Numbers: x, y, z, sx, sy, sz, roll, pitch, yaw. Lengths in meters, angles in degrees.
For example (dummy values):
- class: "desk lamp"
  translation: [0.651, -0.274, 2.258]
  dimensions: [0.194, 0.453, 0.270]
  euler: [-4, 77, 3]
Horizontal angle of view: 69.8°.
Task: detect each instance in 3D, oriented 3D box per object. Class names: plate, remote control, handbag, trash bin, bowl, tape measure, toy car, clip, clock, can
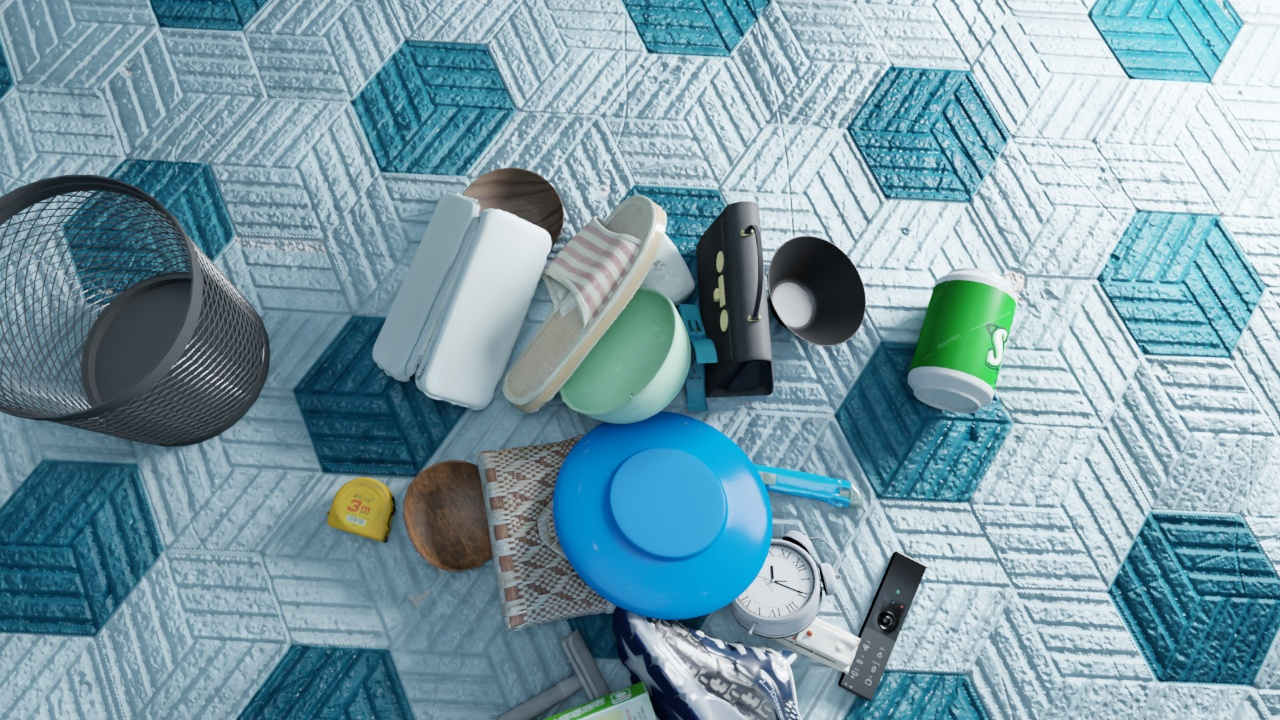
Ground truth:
- class: "plate"
  translation: [0.026, 0.144, 0.914]
  dimensions: [0.224, 0.024, 0.223]
  euler: [5, 57, -8]
- class: "remote control"
  translation: [0.247, 0.269, 0.937]
  dimensions: [0.034, 0.013, 0.149]
  euler: [26, 76, 5]
- class: "handbag"
  translation: [-0.091, 0.170, 0.928]
  dimensions: [0.124, 0.047, 0.185]
  euler: [-8, 74, -15]
- class: "trash bin"
  translation: [-0.492, -0.028, 0.884]
  dimensions: [0.218, 0.227, 0.217]
  euler: [0, 75, -2]
- class: "handbag"
  translation: [0.106, -0.071, 0.929]
  dimensions: [0.072, 0.196, 0.175]
  euler: [-2, 75, -2]
- class: "bowl"
  translation: [-0.191, 0.161, 0.944]
  dimensions: [0.101, 0.026, 0.114]
  euler: [-21, 79, -22]
- class: "tape measure"
  translation: [-0.285, 0.150, 0.945]
  dimensions: [0.068, 0.030, 0.058]
  euler: [16, 75, 0]
- class: "bowl"
  translation: [-0.144, -0.155, 1.029]
  dimensions: [0.119, 0.032, 0.119]
  euler: [0, 75, -2]
- class: "bowl"
  translation: [-0.006, 0.006, 0.952]
  dimensions: [0.151, 0.077, 0.150]
  euler: [-24, 46, 28]
- class: "toy car"
  translation: [0.163, 0.272, 0.918]
  dimensions: [0.113, 0.039, 0.039]
  euler: [24, 75, 8]
- class: "bowl"
  translation: [0.178, -0.068, 0.997]
  dimensions: [0.124, 0.053, 0.124]
  euler: [7, 73, -23]
- class: "remote control"
  translation: [0.013, -0.111, 1.023]
  dimensions: [0.060, 0.028, 0.114]
  euler: [-33, 78, -8]
- class: "clip"
  translation: [0.060, 0.005, 0.979]
  dimensions: [0.033, 0.122, 0.120]
  euler: [-5, 107, -6]
- class: "clock"
  translation: [0.143, 0.220, 0.917]
  dimensions: [0.122, 0.035, 0.094]
  euler: [-30, 51, -11]
- class: "can"
  translation: [0.344, -0.021, 0.979]
  dimensions: [0.088, 0.088, 0.139]
  euler: [19, 75, 3]

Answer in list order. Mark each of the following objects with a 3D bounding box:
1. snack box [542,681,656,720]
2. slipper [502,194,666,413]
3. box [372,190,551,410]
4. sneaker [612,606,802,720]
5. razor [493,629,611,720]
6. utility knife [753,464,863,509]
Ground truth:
- class: "snack box"
  translation: [-0.054, 0.392, 0.863]
  dimensions: [0.168, 0.027, 0.132]
  euler: [-19, 103, -7]
- class: "slipper"
  translation: [-0.069, -0.067, 0.965]
  dimensions: [0.052, 0.115, 0.263]
  euler: [36, 86, -37]
- class: "box"
  translation: [-0.186, -0.065, 0.980]
  dimensions: [0.129, 0.105, 0.210]
  euler: [30, 95, 46]
- class: "sneaker"
  translation: [0.093, 0.315, 0.890]
  dimensions: [0.132, 0.103, 0.269]
  euler: [-40, 80, -26]
- class: "razor"
  translation: [-0.091, 0.332, 0.899]
  dimensions: [0.116, 0.047, 0.088]
  euler: [-30, 78, -1]
- class: "utility knife"
  translation: [0.128, 0.126, 0.972]
  dimensions: [0.220, 0.015, 0.031]
  euler: [8, 70, 2]
